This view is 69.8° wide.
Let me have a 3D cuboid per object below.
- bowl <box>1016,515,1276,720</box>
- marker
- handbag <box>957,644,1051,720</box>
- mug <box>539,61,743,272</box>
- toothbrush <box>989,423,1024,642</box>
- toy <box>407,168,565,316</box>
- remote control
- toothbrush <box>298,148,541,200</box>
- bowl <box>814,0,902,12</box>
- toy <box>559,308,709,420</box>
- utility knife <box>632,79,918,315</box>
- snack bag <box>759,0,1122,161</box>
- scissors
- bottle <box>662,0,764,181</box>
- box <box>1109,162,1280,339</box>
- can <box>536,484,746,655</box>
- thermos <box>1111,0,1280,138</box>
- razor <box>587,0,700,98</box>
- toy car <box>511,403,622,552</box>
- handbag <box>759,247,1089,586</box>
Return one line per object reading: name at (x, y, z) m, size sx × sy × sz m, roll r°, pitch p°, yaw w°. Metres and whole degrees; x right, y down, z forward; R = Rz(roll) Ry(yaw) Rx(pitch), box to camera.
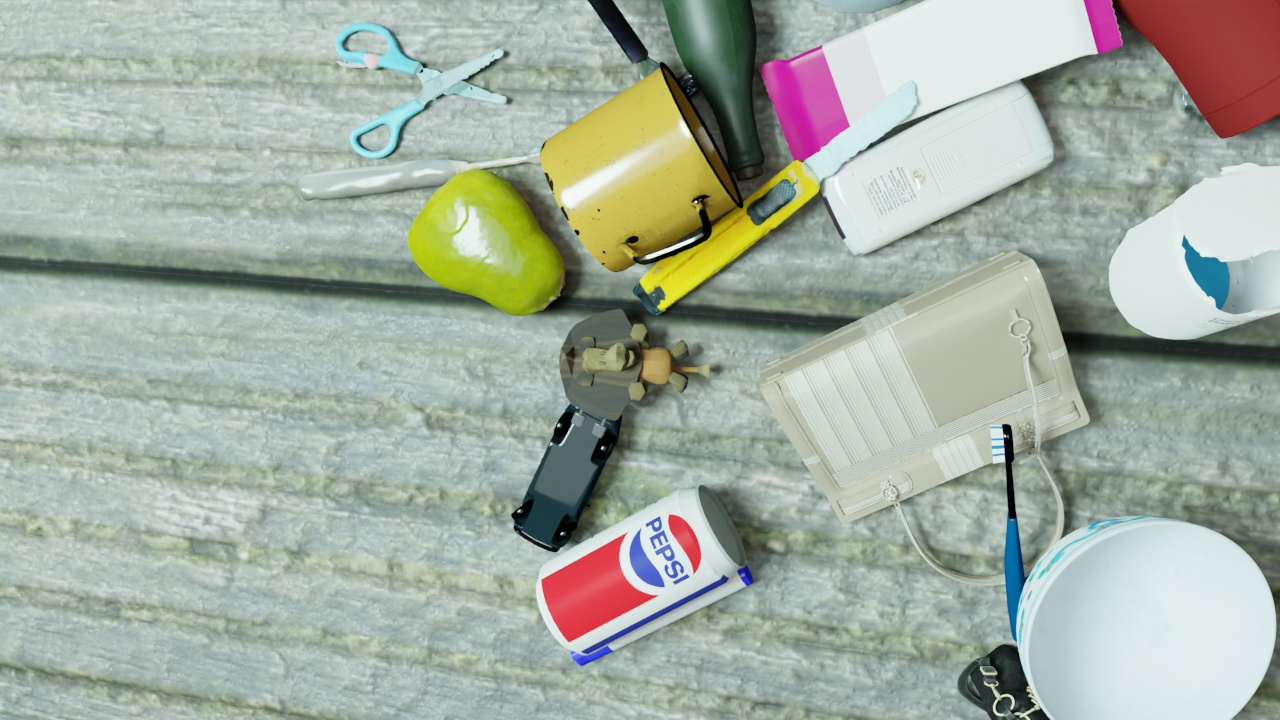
bowl at (0.290, 0.153, 0.558) m, size 0.144 × 0.074 × 0.144 m, roll 0°, pitch 101°, yaw -2°
marker at (0.014, 0.180, 0.653) m, size 0.142 × 0.020 × 0.020 m, roll -30°, pitch 90°, yaw 14°
handbag at (0.260, 0.242, 0.579) m, size 0.128 × 0.079 × 0.054 m, roll 45°, pitch 105°, yaw 4°
mug at (0.002, -0.108, 0.571) m, size 0.094 × 0.100 × 0.123 m, roll -28°, pitch 54°, yaw 15°
toothbrush at (0.233, 0.112, 0.576) m, size 0.014 × 0.014 × 0.168 m, roll -5°, pitch 116°, yaw 19°
toy at (-0.103, -0.074, 0.629) m, size 0.110 × 0.051 × 0.090 m, roll 44°, pitch 106°, yaw 1°
remote control at (0.184, -0.120, 0.576) m, size 0.139 × 0.025 × 0.060 m, roll -26°, pitch 91°, yaw 16°
toothbrush at (-0.153, -0.132, 0.647) m, size 0.186 × 0.024 × 0.022 m, roll -5°, pitch 135°, yaw 12°
bowl at (0.138, -0.272, 0.559) m, size 0.106 × 0.039 × 0.106 m, roll 1°, pitch 97°, yaw 12°
toy at (-0.004, 0.004, 0.617) m, size 0.100 × 0.063 × 0.076 m, roll 2°, pitch 76°, yaw 1°
utility knife at (0.083, -0.101, 0.592) m, size 0.224 × 0.019 × 0.030 m, roll -37°, pitch 92°, yaw 19°
snack bag at (0.172, -0.182, 0.549) m, size 0.197 × 0.016 × 0.070 m, roll -16°, pitch 108°, yaw 29°
scissors at (-0.158, -0.182, 0.646) m, size 0.141 × 0.015 × 0.111 m, roll 19°, pitch 101°, yaw 14°
bottle at (0.049, -0.200, 0.580) m, size 0.055 × 0.055 × 0.174 m, roll -14°, pitch 96°, yaw 13°
box at (0.315, -0.061, 0.499) m, size 0.080 × 0.143 × 0.089 m, roll -6°, pitch 85°, yaw 7°
can at (-0.001, 0.143, 0.625) m, size 0.132 × 0.070 × 0.070 m, roll -31°, pitch 90°, yaw 14°
thermos at (0.301, -0.227, 0.497) m, size 0.084 × 0.108 × 0.198 m, roll -38°, pitch 91°, yaw -6°
razor at (-0.016, -0.213, 0.575) m, size 0.043 × 0.022 × 0.144 m, roll -34°, pitch 122°, yaw 13°
toy car at (-0.051, 0.080, 0.646) m, size 0.046 × 0.034 × 0.112 m, roll 27°, pitch 101°, yaw 7°
handbag at (0.199, 0.057, 0.590) m, size 0.176 × 0.062 × 0.198 m, roll -26°, pitch 100°, yaw 14°
